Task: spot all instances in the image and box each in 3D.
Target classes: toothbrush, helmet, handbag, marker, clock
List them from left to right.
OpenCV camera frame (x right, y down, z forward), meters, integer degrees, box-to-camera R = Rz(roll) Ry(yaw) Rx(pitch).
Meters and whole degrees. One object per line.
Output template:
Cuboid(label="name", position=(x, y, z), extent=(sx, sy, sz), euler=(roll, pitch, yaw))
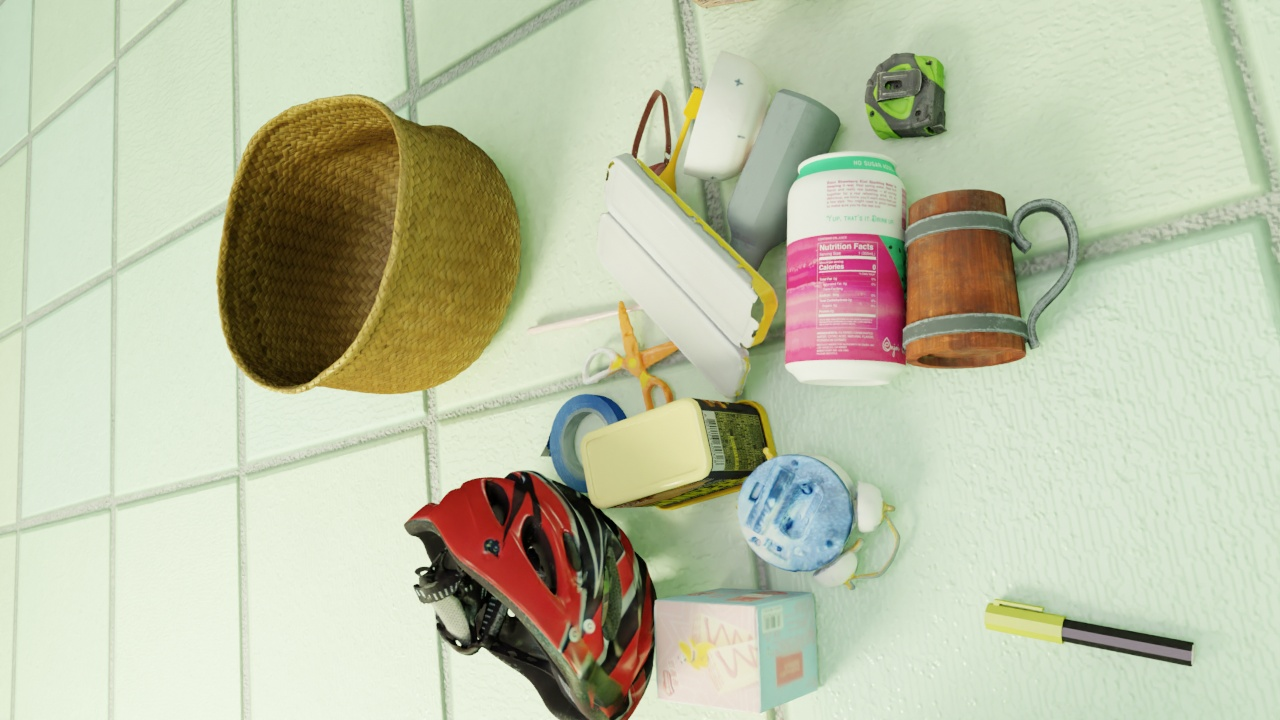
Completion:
Cuboid(label="helmet", position=(-0.084, 0.197, 0.778), extent=(0.272, 0.166, 0.218), euler=(26, 146, 50))
Cuboid(label="toothbrush", position=(-0.044, -0.038, 0.891), extent=(0.182, 0.015, 0.018), euler=(-9, 85, 36))
Cuboid(label="handbag", position=(0.010, -0.197, 0.865), extent=(0.055, 0.029, 0.119), euler=(1, 80, 35))
Cuboid(label="toothbrush", position=(0.020, -0.149, 0.809), extent=(0.030, 0.031, 0.197), euler=(-94, 20, -49))
Cuboid(label="clock", position=(0.136, 0.121, 0.703), extent=(0.125, 0.051, 0.089), euler=(30, 103, 20))
Cuboid(label="marker", position=(0.292, 0.178, 0.603), extent=(0.124, 0.017, 0.021), euler=(2, 86, 37))

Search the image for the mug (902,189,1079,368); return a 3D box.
Cuboid(label="mug", position=(0.242, -0.057, 0.639), extent=(0.117, 0.081, 0.111), euler=(-3, 78, 20))

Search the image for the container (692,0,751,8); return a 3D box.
Cuboid(label="container", position=(0.102, -0.372, 0.755), extent=(0.199, 0.112, 0.114), euler=(10, 91, 38))

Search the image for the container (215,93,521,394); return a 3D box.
Cuboid(label="container", position=(-0.278, -0.108, 0.969), extent=(0.308, 0.196, 0.306), euler=(-7, 79, 36))

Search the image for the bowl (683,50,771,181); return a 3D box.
Cuboid(label="bowl", position=(0.076, -0.200, 0.770), extent=(0.054, 0.105, 0.105), euler=(18, 97, 1))

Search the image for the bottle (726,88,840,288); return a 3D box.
Cuboid(label="bottle", position=(0.106, -0.133, 0.750), extent=(0.046, 0.072, 0.161), euler=(30, 103, 31))

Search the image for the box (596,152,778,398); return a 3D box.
Cuboid(label="box", position=(0.030, -0.072, 0.779), extent=(0.209, 0.023, 0.127), euler=(48, 143, 27))

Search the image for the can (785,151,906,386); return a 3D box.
Cuboid(label="can", position=(0.155, -0.066, 0.693), extent=(0.088, 0.088, 0.166), euler=(-2, 83, 38))

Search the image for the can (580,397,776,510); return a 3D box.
Cuboid(label="can", position=(0.030, 0.079, 0.765), extent=(0.131, 0.101, 0.072), euler=(-22, 71, 34))

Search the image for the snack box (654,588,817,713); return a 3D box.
Cuboid(label="snack box", position=(0.075, 0.224, 0.718), extent=(0.095, 0.092, 0.079), euler=(-7, 80, 37))

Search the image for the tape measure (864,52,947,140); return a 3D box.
Cuboid(label="tape measure", position=(0.202, -0.204, 0.706), extent=(0.059, 0.035, 0.065), euler=(-6, 81, 38))

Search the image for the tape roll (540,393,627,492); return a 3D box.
Cuboid(label="tape roll", position=(-0.048, 0.079, 0.879), extent=(0.093, 0.016, 0.091), euler=(36, 106, 35))

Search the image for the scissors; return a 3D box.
Cuboid(label="scissors", position=(-0.006, 0.005, 0.852), extent=(0.129, 0.011, 0.125), euler=(-20, 79, 33))
